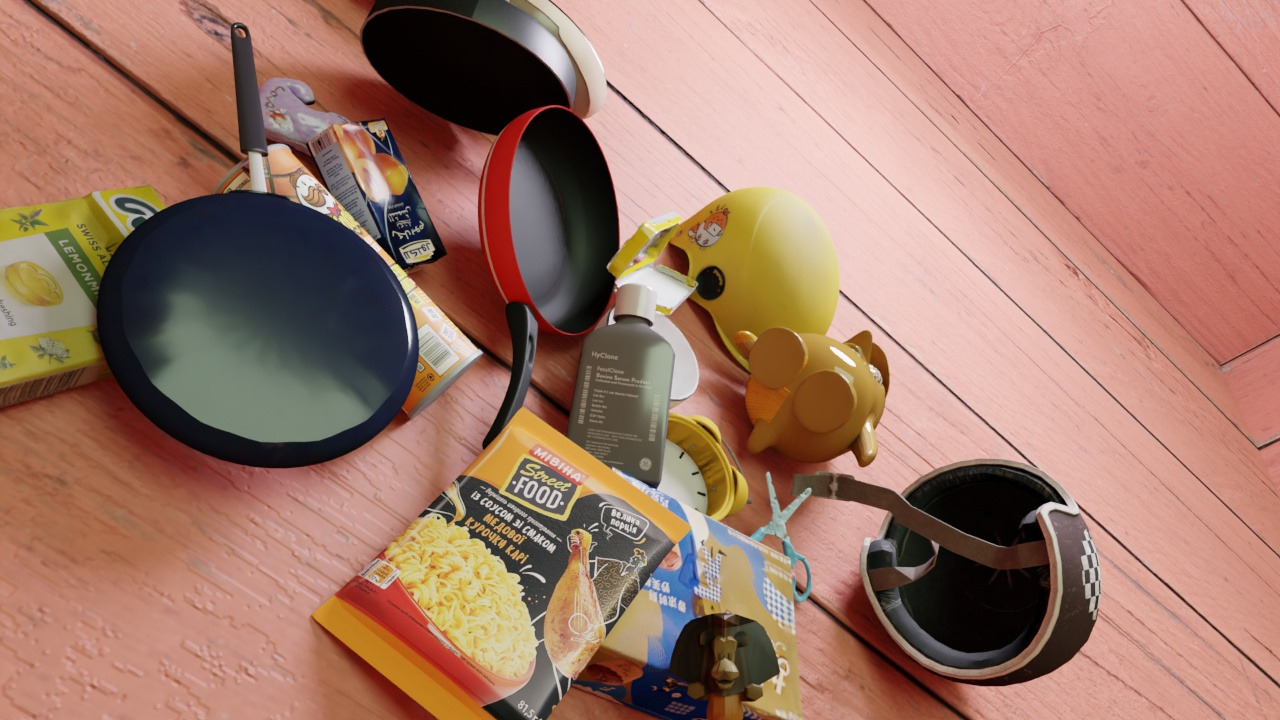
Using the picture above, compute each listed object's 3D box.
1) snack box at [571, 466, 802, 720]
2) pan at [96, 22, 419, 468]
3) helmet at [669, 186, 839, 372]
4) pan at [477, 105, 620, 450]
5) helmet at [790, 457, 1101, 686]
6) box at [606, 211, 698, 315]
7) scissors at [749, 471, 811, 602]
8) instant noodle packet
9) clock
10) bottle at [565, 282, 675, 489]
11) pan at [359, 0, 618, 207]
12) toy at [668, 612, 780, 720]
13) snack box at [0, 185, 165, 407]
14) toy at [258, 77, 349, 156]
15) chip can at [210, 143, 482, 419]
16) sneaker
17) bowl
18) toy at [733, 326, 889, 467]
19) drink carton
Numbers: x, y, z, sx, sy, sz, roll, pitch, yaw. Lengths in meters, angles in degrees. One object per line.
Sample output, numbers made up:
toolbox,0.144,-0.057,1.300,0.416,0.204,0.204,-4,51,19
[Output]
snack box,0.031,0.201,0.737,0.202,0.069,0.154,30,41,-25
pan,-0.258,-0.097,0.626,0.198,0.021,0.356,2,63,-36
helmet,0.163,-0.110,1.101,0.208,0.140,0.239,9,52,-43
pan,-0.095,-0.069,0.811,0.209,0.067,0.355,61,37,-46
helmet,0.332,0.208,0.931,0.253,0.234,0.233,11,65,-54
box,0.024,-0.110,0.952,0.079,0.080,0.209,23,15,6
scissors,0.121,0.176,0.874,0.135,0.015,0.135,-17,94,-31
instant noodle packet,-0.085,0.142,0.632,0.160,0.032,0.220,34,50,11
clock,0.041,0.105,0.854,0.151,0.052,0.113,-8,64,-45
bottle,-0.014,0.019,0.789,0.084,0.046,0.173,8,73,-1
pan,-0.119,-0.252,0.923,0.355,0.204,0.044,35,66,-51
toy,0.058,0.228,0.640,0.063,0.076,0.100,76,15,-73
snack box,-0.357,-0.042,0.562,0.121,0.045,0.180,54,35,7
toy,-0.285,-0.206,0.797,0.099,0.037,0.080,22,46,-31
chip can,-0.222,-0.059,0.698,0.215,0.075,0.075,47,36,-4
sneaker,-0.172,-0.348,0.980,0.294,0.112,0.116,40,61,-10
bowl,-0.005,0.005,0.882,0.113,0.063,0.113,28,40,-27
toy,0.208,0.036,1.013,0.198,0.163,0.203,46,20,26
drink carton,-0.219,-0.133,0.771,0.064,0.040,0.130,-32,99,-54
